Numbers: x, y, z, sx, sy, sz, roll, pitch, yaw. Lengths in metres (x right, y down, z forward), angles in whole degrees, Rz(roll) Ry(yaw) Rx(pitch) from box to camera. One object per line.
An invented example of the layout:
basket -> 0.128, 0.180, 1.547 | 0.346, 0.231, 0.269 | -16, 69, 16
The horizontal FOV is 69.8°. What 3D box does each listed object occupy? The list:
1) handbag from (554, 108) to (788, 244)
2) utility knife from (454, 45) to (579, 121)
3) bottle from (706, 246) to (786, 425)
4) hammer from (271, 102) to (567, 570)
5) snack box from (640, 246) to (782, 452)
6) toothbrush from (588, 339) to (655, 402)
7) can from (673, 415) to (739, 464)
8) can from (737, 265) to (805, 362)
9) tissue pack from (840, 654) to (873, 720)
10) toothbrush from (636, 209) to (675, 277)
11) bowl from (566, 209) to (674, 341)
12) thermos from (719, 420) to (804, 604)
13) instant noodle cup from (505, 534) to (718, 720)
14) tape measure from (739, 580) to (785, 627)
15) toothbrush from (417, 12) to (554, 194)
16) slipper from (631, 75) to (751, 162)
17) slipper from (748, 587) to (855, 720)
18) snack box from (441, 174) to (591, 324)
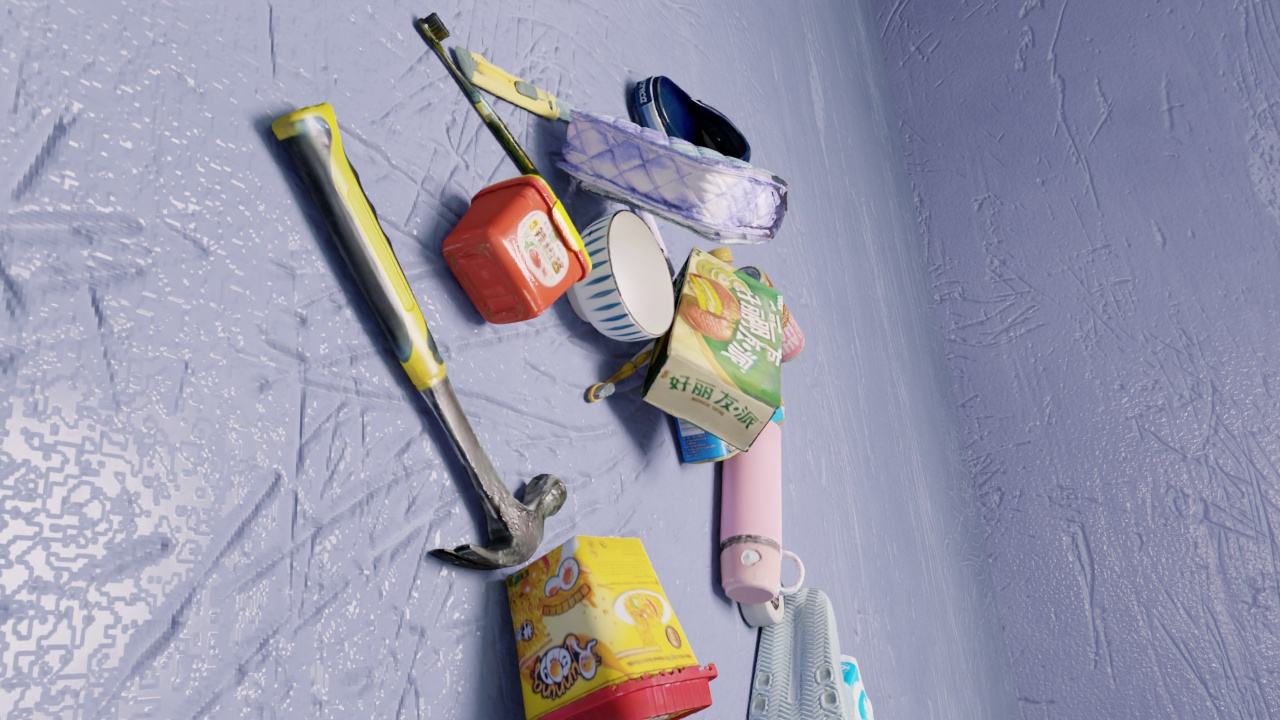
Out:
handbag -> 0.023, -0.165, 0.835 | 0.134, 0.194, 0.076 | -3, 117, -53
utility knife -> -0.102, -0.238, 0.818 | 0.198, 0.021, 0.031 | 3, 80, -68
bottle -> 0.117, -0.025, 1.080 | 0.065, 0.065, 0.218 | -7, 83, -64
hammer -> -0.143, -0.005, 0.588 | 0.323, 0.032, 0.125 | 67, 26, -18
snack box -> 0.076, -0.019, 0.908 | 0.114, 0.063, 0.239 | 28, 30, -6
toothbrush -> -0.005, 0.005, 0.873 | 0.190, 0.018, 0.016 | -37, 112, -63
can -> 0.074, 0.058, 0.962 | 0.102, 0.057, 0.083 | -17, 95, -64
can -> 0.164, -0.059, 1.202 | 0.147, 0.058, 0.057 | 49, 36, -42
tissue pack -> 0.240, 0.427, 1.094 | 0.089, 0.063, 0.140 | -28, 102, -64
toothbrush -> -0.004, -0.167, 0.967 | 0.189, 0.021, 0.029 | 63, -4, -26
bowl -> -0.025, -0.070, 0.819 | 0.116, 0.066, 0.116 | 39, 43, -49
thermos -> 0.129, 0.160, 0.988 | 0.067, 0.087, 0.198 | 83, 9, -52
instant noodle cup -> -0.028, 0.191, 0.621 | 0.116, 0.116, 0.123 | 16, 47, -50
tape measure -> 0.132, 0.256, 1.001 | 0.066, 0.034, 0.065 | 60, 28, -25
toothbrush -> -0.120, -0.203, 0.752 | 0.186, 0.017, 0.012 | 53, 10, -38
slipper -> 0.083, -0.254, 1.105 | 0.252, 0.095, 0.105 | 41, 44, -44
slipper -> 0.173, 0.349, 0.965 | 0.244, 0.104, 0.074 | -80, 147, -52
snack box -> -0.095, -0.078, 0.678 | 0.091, 0.082, 0.079 | 60, 43, -27
